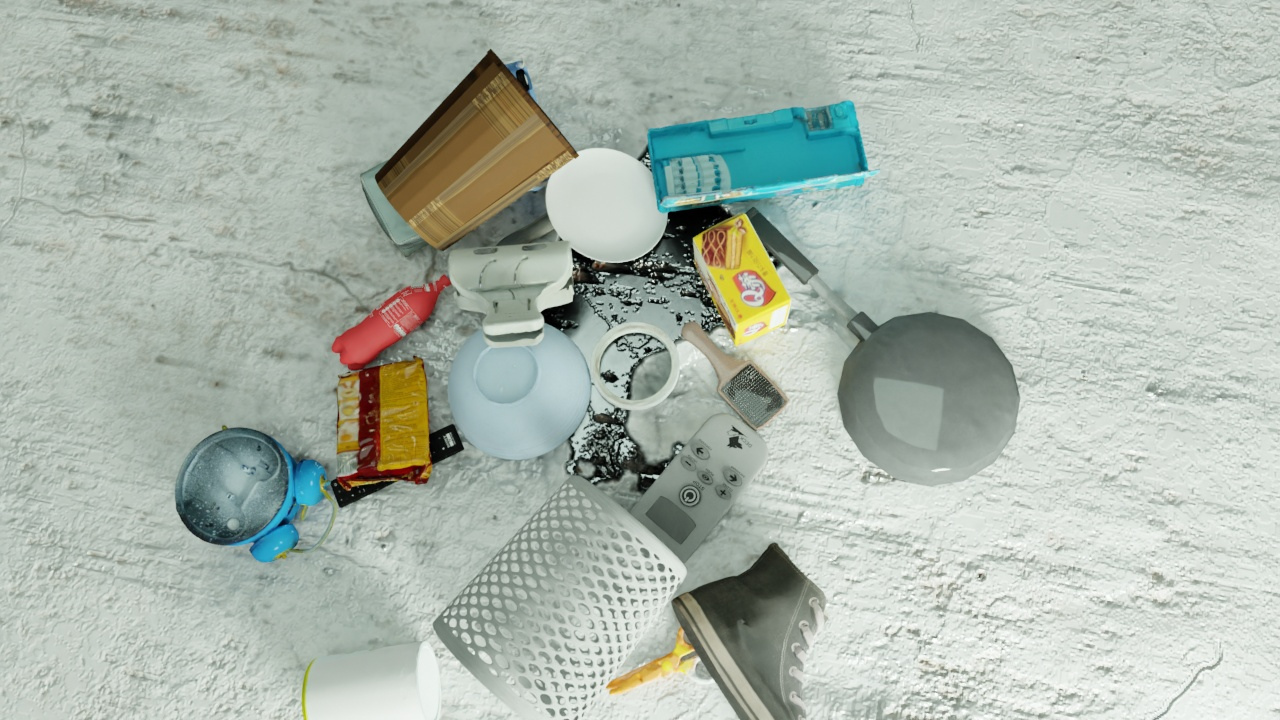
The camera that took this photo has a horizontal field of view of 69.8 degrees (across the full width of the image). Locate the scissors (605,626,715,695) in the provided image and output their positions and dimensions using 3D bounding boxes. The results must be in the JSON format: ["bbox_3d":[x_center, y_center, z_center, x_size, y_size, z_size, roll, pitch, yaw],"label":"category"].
[{"bbox_3d":[0.027,0.294,0.877,0.128,0.013,0.065,-25,74,-4],"label":"scissors"}]

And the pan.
[{"bbox_3d":[0.230,-0.031,0.932,0.178,0.041,0.357,-41,76,-7],"label":"pan"}]

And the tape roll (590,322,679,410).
[{"bbox_3d":[-0.006,0.006,0.955,0.093,0.013,0.093,-1,75,5],"label":"tape roll"}]

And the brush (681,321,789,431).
[{"bbox_3d":[0.091,0.009,0.945,0.050,0.015,0.135,-41,76,-8],"label":"brush"}]

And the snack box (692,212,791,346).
[{"bbox_3d":[0.102,-0.081,0.933,0.061,0.083,0.105,-25,75,-1],"label":"snack box"}]

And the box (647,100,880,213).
[{"bbox_3d":[0.128,-0.197,0.963,0.227,0.084,0.171,-8,42,0],"label":"box"}]

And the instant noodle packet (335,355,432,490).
[{"bbox_3d":[-0.262,0.065,0.938,0.098,0.040,0.135,-12,64,4],"label":"instant noodle packet"}]

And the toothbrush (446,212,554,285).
[{"bbox_3d":[-0.134,-0.130,0.997,0.185,0.022,0.024,-33,55,-3],"label":"toothbrush"}]

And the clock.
[{"bbox_3d":[-0.385,0.138,0.925,0.161,0.060,0.116,27,77,9],"label":"clock"}]

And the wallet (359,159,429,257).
[{"bbox_3d":[-0.227,-0.184,1.003,0.131,0.054,0.100,-28,86,-4],"label":"wallet"}]

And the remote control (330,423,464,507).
[{"bbox_3d":[-0.251,0.109,0.947,0.140,0.009,0.030,-25,75,-3],"label":"remote control"}]

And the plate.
[{"bbox_3d":[-0.036,-0.166,0.988,0.134,0.011,0.134,5,72,-15],"label":"plate"}]

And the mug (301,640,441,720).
[{"bbox_3d":[-0.248,0.311,0.856,0.106,0.082,0.082,-10,74,0],"label":"mug"}]

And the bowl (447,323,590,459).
[{"bbox_3d":[-0.129,0.021,0.928,0.150,0.075,0.150,-1,75,5],"label":"bowl"}]

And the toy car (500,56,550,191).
[{"bbox_3d":[-0.134,-0.256,1.007,0.056,0.055,0.153,-17,82,6],"label":"toy car"}]

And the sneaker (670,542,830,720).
[{"bbox_3d":[0.139,0.289,0.832,0.119,0.095,0.234,-30,75,-13],"label":"sneaker"}]

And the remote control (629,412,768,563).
[{"bbox_3d":[0.060,0.123,0.915,0.074,0.019,0.151,39,81,13],"label":"remote control"}]

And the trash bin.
[{"bbox_3d":[-0.067,0.217,0.832,0.156,0.156,0.183,38,78,13],"label":"trash bin"}]

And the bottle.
[{"bbox_3d":[-0.260,-0.044,0.972,0.141,0.042,0.042,-38,76,-6],"label":"bottle"}]

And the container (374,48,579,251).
[{"bbox_3d":[-0.167,-0.201,0.916,0.167,0.132,0.132,-39,75,6],"label":"container"}]

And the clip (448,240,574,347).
[{"bbox_3d":[-0.129,-0.081,0.917,0.126,0.151,0.105,-5,114,-3],"label":"clip"}]
